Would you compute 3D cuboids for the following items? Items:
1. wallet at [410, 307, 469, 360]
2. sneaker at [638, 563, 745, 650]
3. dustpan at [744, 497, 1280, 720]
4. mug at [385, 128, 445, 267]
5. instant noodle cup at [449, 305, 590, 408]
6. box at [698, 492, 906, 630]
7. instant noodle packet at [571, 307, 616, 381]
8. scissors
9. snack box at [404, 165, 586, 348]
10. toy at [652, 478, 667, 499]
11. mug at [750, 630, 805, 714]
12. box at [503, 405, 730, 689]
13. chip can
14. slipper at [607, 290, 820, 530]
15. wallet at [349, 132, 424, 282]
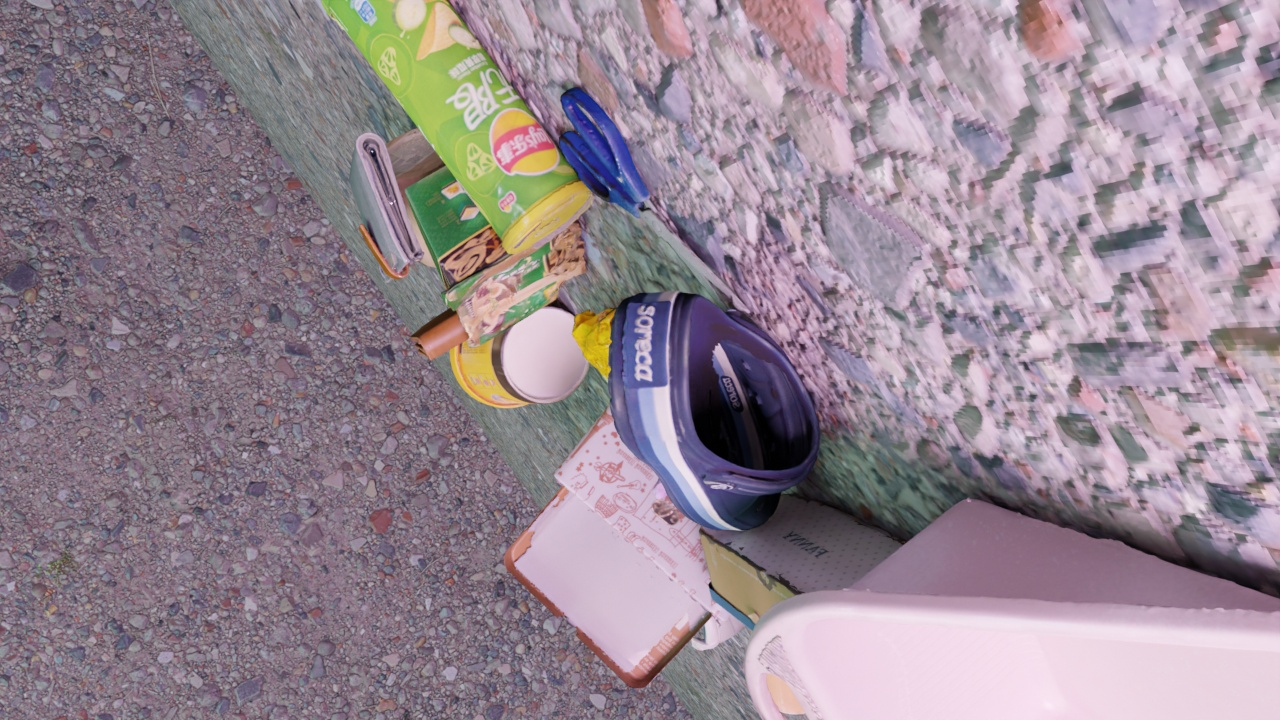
[{"bbox_3d":[-0.138,-0.045,0.804,0.031,0.131,0.108,61,165,-12],"label":"wallet"},{"bbox_3d":[0.025,0.222,1.046,0.242,0.090,0.090,48,164,22],"label":"sneaker"},{"bbox_3d":[0.177,0.182,0.391,0.222,0.138,0.274,60,165,-21],"label":"dustpan"},{"bbox_3d":[-0.175,-0.143,0.839,0.125,0.084,0.104,32,154,36],"label":"mug"},{"bbox_3d":[-0.115,-0.008,0.907,0.118,0.118,0.115,58,157,-19],"label":"instant noodle cup"},{"bbox_3d":[0.106,0.138,0.584,0.184,0.089,0.059,-164,59,-69],"label":"box"},{"bbox_3d":[-0.004,0.004,0.723,0.111,0.044,0.128,54,168,-10],"label":"instant noodle packet"},{"bbox_3d":[0.002,-0.087,0.552,0.171,0.012,0.141,59,163,-21],"label":"scissors"},{"bbox_3d":[-0.119,-0.095,0.711,0.105,0.117,0.118,53,167,15],"label":"snack box"},{"bbox_3d":[0.026,0.033,0.641,0.039,0.083,0.108,-12,94,39],"label":"toy"},{"bbox_3d":[0.134,0.257,0.832,0.078,0.078,0.123,40,155,41],"label":"mug"},{"bbox_3d":[-0.010,0.160,0.754,0.180,0.227,0.156,42,-169,7],"label":"box"},{"bbox_3d":[-0.123,-0.177,0.611,0.221,0.072,0.073,53,166,1],"label":"chip can"},{"bbox_3d":[0.053,0.029,0.522,0.095,0.105,0.253,0,159,18],"label":"slipper"},{"bbox_3d":[-0.212,-0.117,0.745,0.130,0.037,0.106,-2,106,70],"label":"wallet"}]
